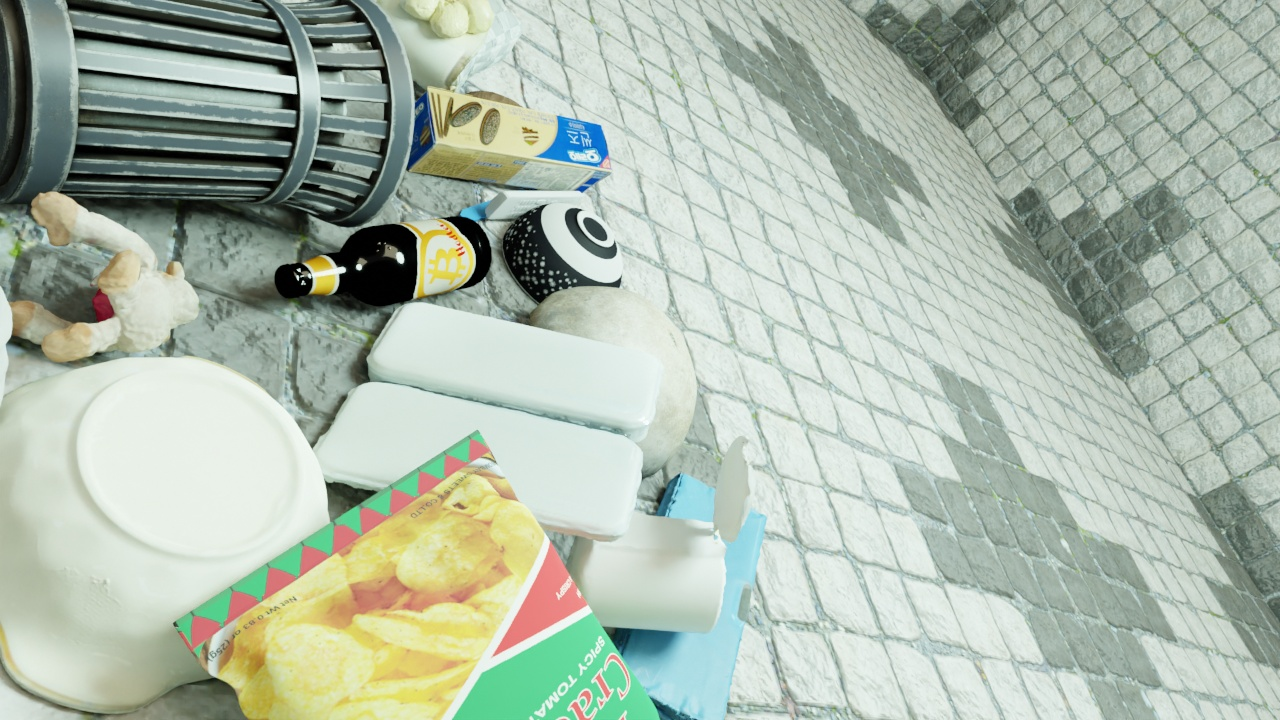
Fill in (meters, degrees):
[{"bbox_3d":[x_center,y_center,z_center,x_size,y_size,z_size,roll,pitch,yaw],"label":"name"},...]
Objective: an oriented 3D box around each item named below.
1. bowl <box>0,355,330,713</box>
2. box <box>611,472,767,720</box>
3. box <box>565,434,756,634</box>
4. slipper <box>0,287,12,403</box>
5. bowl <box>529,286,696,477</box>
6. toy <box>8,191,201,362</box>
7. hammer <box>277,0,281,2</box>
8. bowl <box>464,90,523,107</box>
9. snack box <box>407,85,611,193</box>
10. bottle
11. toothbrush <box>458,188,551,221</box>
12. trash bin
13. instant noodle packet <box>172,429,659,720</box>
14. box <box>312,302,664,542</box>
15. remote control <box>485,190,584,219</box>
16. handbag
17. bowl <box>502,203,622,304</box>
[{"bbox_3d":[-0.239,0.065,0.475,0.188,0.060,0.218,31,35,-25],"label":"bowl"},{"bbox_3d":[0.040,0.177,0.696,0.093,0.053,0.230,41,32,-9],"label":"box"},{"bbox_3d":[0.009,0.112,0.605,0.106,0.150,0.080,9,24,-9],"label":"box"},{"bbox_3d":[-0.378,-0.068,0.437,0.247,0.075,0.112,49,15,18],"label":"slipper"},{"bbox_3d":[-0.004,0.004,0.772,0.178,0.081,0.178,43,30,-33],"label":"bowl"},{"bbox_3d":[-0.292,-0.042,0.516,0.074,0.085,0.106,23,6,15],"label":"toy"},{"bbox_3d":[-0.300,-0.373,0.627,0.079,0.327,0.177,-17,68,-37],"label":"hammer"},{"bbox_3d":[-0.138,-0.240,0.952,0.118,0.030,0.117,31,36,-26],"label":"bowl"},{"bbox_3d":[-0.123,-0.206,0.877,0.206,0.056,0.057,-2,73,-43],"label":"snack box"},{"bbox_3d":[-0.189,-0.071,0.680,0.059,0.059,0.181,54,32,9],"label":"bottle"},{"bbox_3d":[-0.125,-0.159,0.896,0.016,0.014,0.166,49,32,1],"label":"toothbrush"},{"bbox_3d":[-0.287,-0.167,0.579,0.226,0.165,0.164,-10,63,-50],"label":"trash bin"},{"bbox_3d":[-0.086,0.186,0.484,0.195,0.091,0.252,-34,93,-46],"label":"instant noodle packet"},{"bbox_3d":[-0.095,0.034,0.629,0.209,0.037,0.188,13,34,3],"label":"box"},{"bbox_3d":[-0.101,-0.153,0.892,0.012,0.033,0.130,56,29,9],"label":"remote control"},{"bbox_3d":[-0.185,-0.346,0.922,0.112,0.124,0.171,37,39,-6],"label":"handbag"},{"bbox_3d":[-0.062,-0.103,0.861,0.120,0.067,0.120,31,36,-26],"label":"bowl"}]
